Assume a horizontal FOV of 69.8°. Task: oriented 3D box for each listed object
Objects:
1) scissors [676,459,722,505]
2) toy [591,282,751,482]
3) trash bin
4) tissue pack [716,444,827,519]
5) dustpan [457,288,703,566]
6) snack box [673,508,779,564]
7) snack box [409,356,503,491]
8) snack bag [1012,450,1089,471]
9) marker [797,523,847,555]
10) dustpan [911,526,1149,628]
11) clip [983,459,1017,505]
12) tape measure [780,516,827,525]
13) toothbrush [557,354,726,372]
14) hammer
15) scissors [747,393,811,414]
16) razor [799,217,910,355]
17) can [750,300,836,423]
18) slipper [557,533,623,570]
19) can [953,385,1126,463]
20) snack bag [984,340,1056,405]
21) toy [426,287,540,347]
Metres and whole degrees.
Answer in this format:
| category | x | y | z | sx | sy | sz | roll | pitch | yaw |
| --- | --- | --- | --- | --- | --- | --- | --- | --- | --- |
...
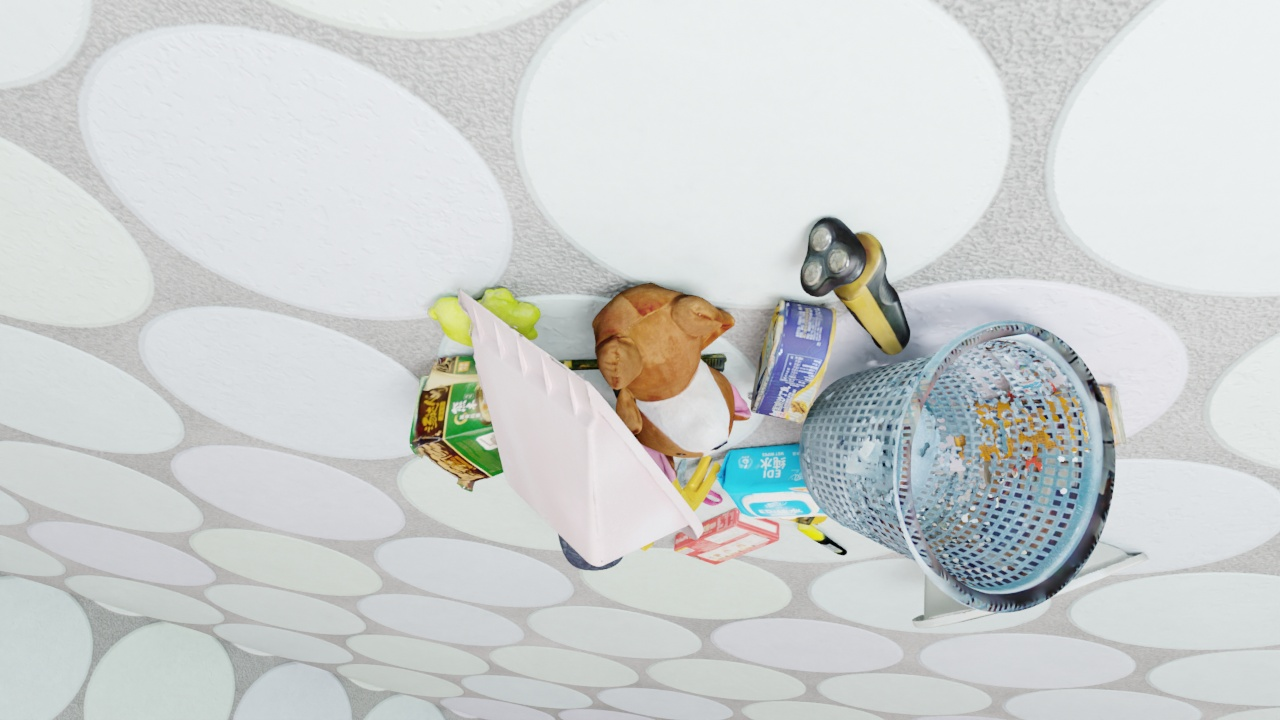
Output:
| category | x | y | z | sx | sy | sz | roll | pitch | yaw |
| --- | --- | --- | --- | --- | --- | --- | --- | --- | --- |
| scissors | 0.055 | 0.158 | 1.156 | 0.125 | 0.017 | 0.134 | 12 | 145 | -1 |
| toy | 0.035 | 0.025 | 0.821 | 0.140 | 0.130 | 0.200 | -30 | 138 | -9 |
| trash bin | 0.249 | 0.084 | 0.795 | 0.226 | 0.226 | 0.195 | 23 | 170 | -22 |
| tissue pack | 0.166 | 0.142 | 1.051 | 0.140 | 0.063 | 0.090 | -6 | 146 | 24 |
| dustpan | -0.040 | 0.059 | 0.830 | 0.222 | 0.138 | 0.274 | 36 | 139 | 45 |
| snack box | 0.117 | 0.246 | 1.271 | 0.075 | 0.025 | 0.153 | 22 | 147 | -22 |
| snack box | -0.157 | 0.059 | 0.953 | 0.106 | 0.117 | 0.118 | -11 | 147 | 22 |
| snack bag | 0.418 | 0.097 | 0.927 | 0.104 | 0.026 | 0.048 | -8 | 162 | -29 |
| marker | 0.248 | 0.242 | 1.245 | 0.018 | 0.015 | 0.124 | -15 | 144 | 35 |
| dustpan | 0.471 | 0.298 | 1.158 | 0.257 | 0.142 | 0.223 | 26 | 145 | -23 |
| clip | 0.380 | 0.124 | 0.951 | 0.035 | 0.101 | 0.096 | 3 | 122 | 12 |
| tape measure | 0.207 | 0.188 | 1.151 | 0.060 | 0.028 | 0.057 | 10 | 148 | -3 |
| toothbrush | -0.005 | 0.005 | 0.916 | 0.186 | 0.017 | 0.012 | -2 | 154 | 18 |
| hammer | 0.014 | 0.094 | 0.981 | 0.033 | 0.128 | 0.301 | 41 | 162 | 37 |
| scissors | 0.192 | 0.062 | 0.965 | 0.175 | 0.012 | 0.106 | 2 | 148 | 15 |
| razor | 0.180 | -0.051 | 0.746 | 0.068 | 0.062 | 0.167 | -38 | 140 | 10 |
| can | 0.135 | 0.002 | 0.822 | 0.049 | 0.074 | 0.148 | 11 | 151 | 3 |
| slipper | -0.059 | 0.140 | 1.075 | 0.105 | 0.095 | 0.253 | -8 | 126 | 0 |
| can | 0.375 | 0.061 | 0.871 | 0.146 | 0.058 | 0.058 | -11 | 144 | 29 |
| snack bag | 0.342 | 0.007 | 0.821 | 0.045 | 0.026 | 0.105 | -8 | 143 | 31 |
| toy | -0.147 | -0.037 | 0.870 | 0.096 | 0.031 | 0.100 | 30 | 139 | -27 |
